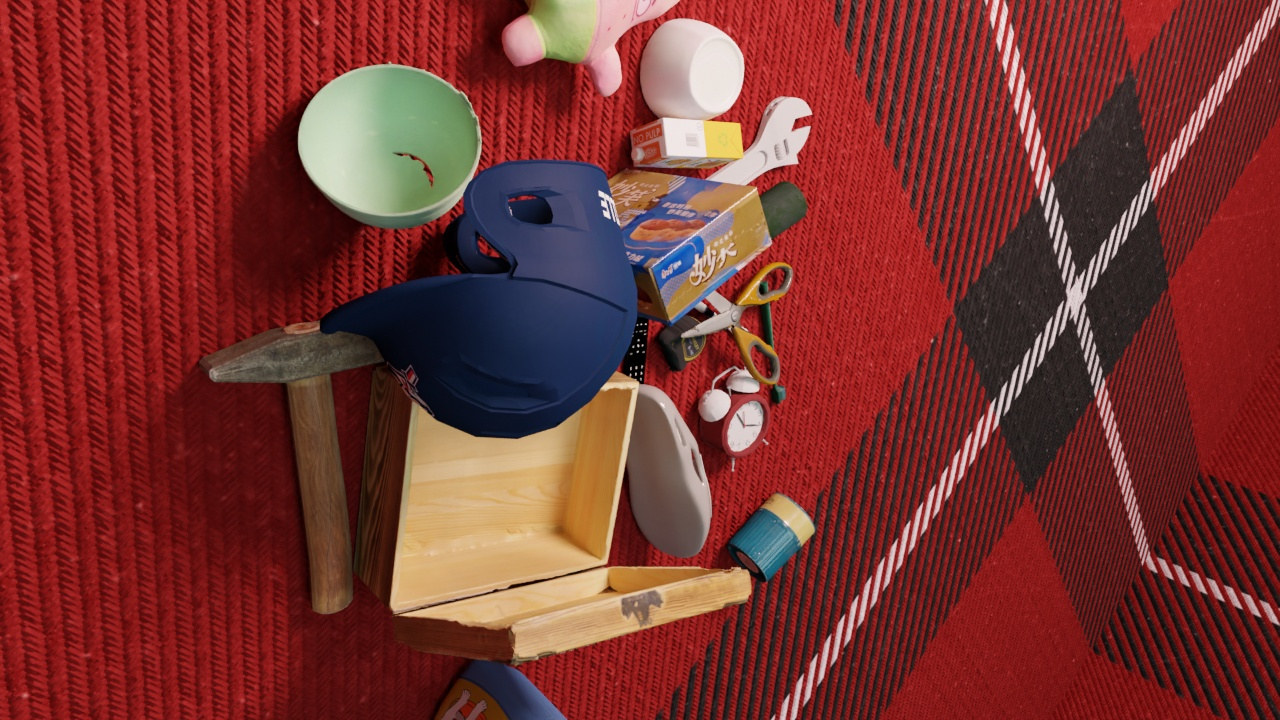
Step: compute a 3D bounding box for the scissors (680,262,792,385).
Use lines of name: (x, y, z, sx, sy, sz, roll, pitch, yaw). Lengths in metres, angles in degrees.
scissors: (0.131, -0.044, 1.171, 0.224, 0.016, 0.216, -28, 114, -38)

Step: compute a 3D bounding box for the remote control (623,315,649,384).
remote control: (-0.007, 0.007, 1.118, 0.030, 0.009, 0.140, -10, 112, -38)

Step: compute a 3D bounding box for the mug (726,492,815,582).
mug: (0.190, 0.265, 1.342, 0.107, 0.083, 0.114, -44, 157, -19)

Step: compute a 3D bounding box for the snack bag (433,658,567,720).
snack bag: (-0.180, 0.473, 1.048, 0.102, 0.159, 0.205, 39, 81, -43)

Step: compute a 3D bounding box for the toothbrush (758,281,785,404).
toothbrush: (0.181, -0.023, 1.261, 0.017, 0.016, 0.190, -28, 123, -27)

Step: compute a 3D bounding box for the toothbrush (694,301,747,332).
toothbrush: (0.081, -0.067, 1.159, 0.186, 0.017, 0.012, 30, 54, -43)

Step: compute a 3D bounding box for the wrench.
wrench: (0.114, -0.237, 1.123, 0.272, 0.018, 0.087, -37, 126, -23)

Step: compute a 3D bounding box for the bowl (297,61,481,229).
bowl: (-0.215, -0.176, 0.804, 0.150, 0.151, 0.077, -44, 172, -19)

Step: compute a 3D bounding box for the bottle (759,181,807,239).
bottle: (0.129, -0.159, 1.142, 0.173, 0.055, 0.055, -36, 126, -20)

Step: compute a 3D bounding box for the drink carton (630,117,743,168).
drink carton: (0.050, -0.243, 1.031, 0.122, 0.059, 0.040, -8, 93, -38)

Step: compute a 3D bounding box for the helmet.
helmet: (-0.135, -0.041, 0.795, 0.272, 0.232, 0.223, -6, 91, -16)

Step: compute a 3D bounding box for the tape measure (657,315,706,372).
tape measure: (0.051, -0.026, 1.138, 0.061, 0.034, 0.062, -40, 140, -17)

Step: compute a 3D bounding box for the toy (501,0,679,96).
toy: (-0.035, -0.360, 0.901, 0.236, 0.097, 0.192, -25, 129, -40)

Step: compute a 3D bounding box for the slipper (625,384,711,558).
slipper: (0.038, 0.127, 1.147, 0.080, 0.113, 0.266, -48, 134, -42)

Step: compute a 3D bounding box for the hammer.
hammer: (-0.314, 0.112, 0.879, 0.157, 0.037, 0.301, -15, 115, -36)

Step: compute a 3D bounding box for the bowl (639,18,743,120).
bowl: (0.063, -0.318, 1.015, 0.116, 0.066, 0.116, -16, 116, -36)

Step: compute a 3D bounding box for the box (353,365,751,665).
box: (-0.088, 0.180, 0.910, 0.278, 0.324, 0.284, -3, 110, -41)

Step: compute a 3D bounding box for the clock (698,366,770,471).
clock: (0.125, 0.073, 1.228, 0.096, 0.048, 0.138, -34, 126, -26)

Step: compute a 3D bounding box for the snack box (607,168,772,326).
snack box: (0.006, -0.124, 0.943, 0.154, 0.203, 0.069, -39, 127, -26)
